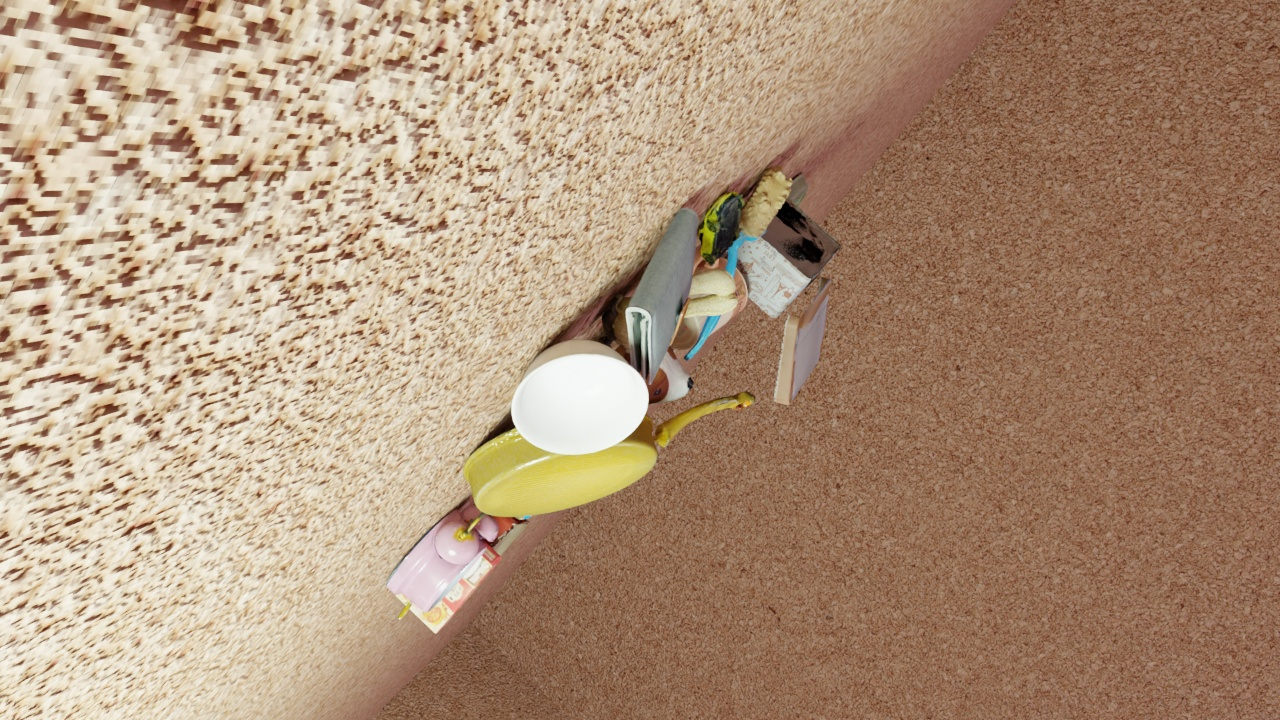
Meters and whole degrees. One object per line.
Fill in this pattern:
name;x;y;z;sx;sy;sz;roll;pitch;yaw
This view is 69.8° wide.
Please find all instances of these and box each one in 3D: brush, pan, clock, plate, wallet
brush;0.111;-0.113;1.075;0.254;0.046;0.083;-65;-175;-8
pan;-0.014;0.085;0.975;0.356;0.078;0.198;-4;154;-29
clock;-0.221;0.222;1.062;0.159;0.060;0.117;-51;175;14
plate;0.188;-0.199;1.456;0.230;0.027;0.230;-47;175;-6
wallet;0.025;-0.055;0.824;0.107;0.037;0.129;87;22;-51

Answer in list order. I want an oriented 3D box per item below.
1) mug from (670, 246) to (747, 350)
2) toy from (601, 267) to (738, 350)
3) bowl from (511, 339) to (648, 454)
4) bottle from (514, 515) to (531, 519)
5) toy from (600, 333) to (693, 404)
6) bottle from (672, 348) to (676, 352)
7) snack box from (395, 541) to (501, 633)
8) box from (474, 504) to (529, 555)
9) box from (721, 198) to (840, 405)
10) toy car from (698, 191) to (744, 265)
mug;0.071;-0.082;1.131;0.105;0.082;0.115;-39;142;-39
toy;0.032;-0.052;0.923;0.157;0.066;0.105;-19;132;-31
bowl;-0.057;0.020;0.811;0.119;0.118;0.064;-51;-147;29
bottle;-0.084;0.129;1.216;0.218;0.065;0.065;-31;169;-22
toy;-0.006;0.023;1.046;0.200;0.130;0.139;101;2;-61
bottle;-0.007;0.007;1.222;0.175;0.057;0.057;-50;174;27
snack box;-0.246;0.275;1.167;0.153;0.075;0.025;-50;175;28
box;-0.203;0.240;1.253;0.091;0.076;0.168;-48;174;-8
box;0.201;-0.094;1.239;0.134;0.271;0.178;-16;-166;31
toy car;0.084;-0.146;0.993;0.048;0.032;0.105;-46;163;-20
